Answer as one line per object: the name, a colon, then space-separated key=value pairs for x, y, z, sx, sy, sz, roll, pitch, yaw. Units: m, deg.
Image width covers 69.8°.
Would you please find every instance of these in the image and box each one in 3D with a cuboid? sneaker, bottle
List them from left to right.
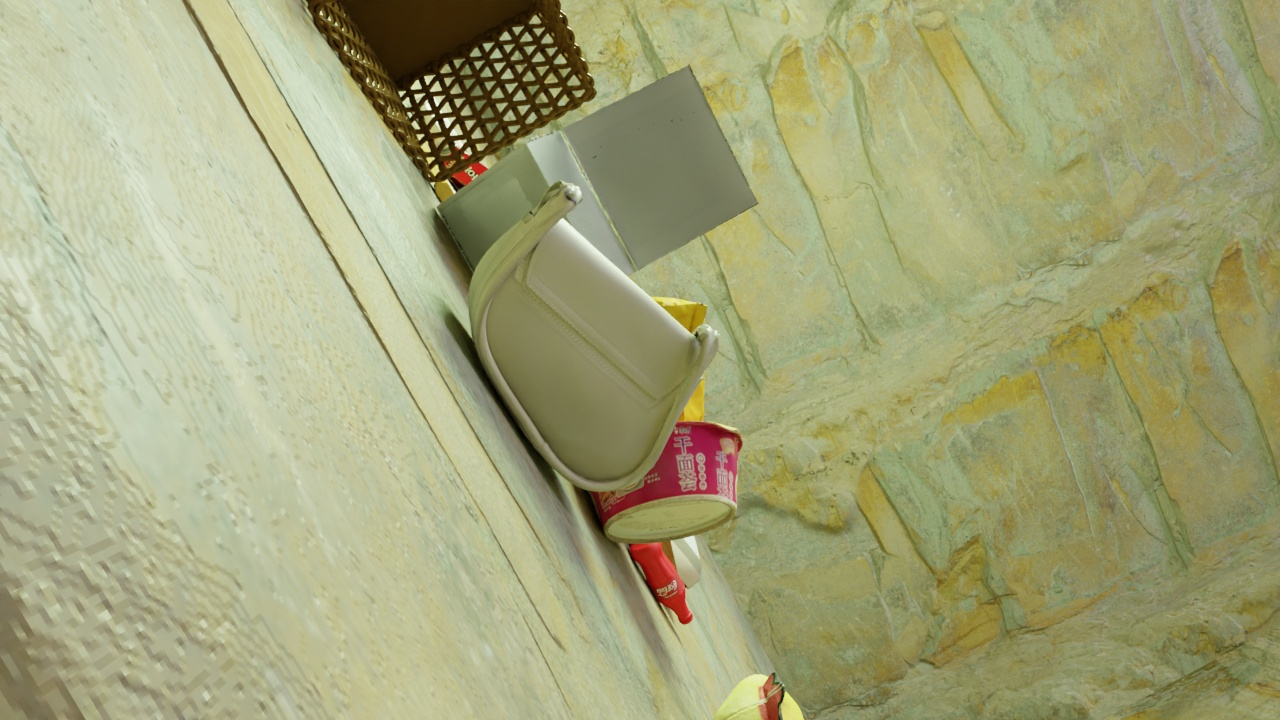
bottle: x=0.028 y=0.257 z=1.064 sx=0.119 sy=0.036 sz=0.036 roll=62 pitch=1 yaw=-17
sneaker: x=0.046 y=0.199 z=1.370 sx=0.293 sy=0.116 sz=0.112 roll=62 pitch=1 yaw=42

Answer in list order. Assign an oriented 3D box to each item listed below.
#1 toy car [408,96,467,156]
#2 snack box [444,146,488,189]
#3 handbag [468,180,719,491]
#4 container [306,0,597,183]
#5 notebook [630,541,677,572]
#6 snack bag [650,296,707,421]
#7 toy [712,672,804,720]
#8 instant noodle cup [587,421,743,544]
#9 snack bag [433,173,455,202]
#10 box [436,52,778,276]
toy car: x=-0.284 y=-0.318 z=1.297 sx=0.039 sy=0.039 sz=0.113 roll=-82 pitch=150 yaw=-52
snack box: x=-0.194 y=-0.223 z=1.300 sx=0.152 sy=0.036 sz=0.132 roll=35 pitch=-5 yaw=11
handbag: x=-0.054 y=-0.021 z=0.798 sx=0.229 sy=0.184 sz=0.132 roll=43 pitch=7 yaw=-27
container: x=-0.218 y=-0.389 z=1.005 sx=0.214 sy=0.219 sz=0.252 roll=62 pitch=1 yaw=36
notebook: x=-0.012 y=0.181 z=1.145 sx=0.225 sy=0.024 sz=0.167 roll=61 pitch=5 yaw=-19
snack bag: x=-0.006 y=0.006 z=1.046 sx=0.248 sy=0.068 sz=0.159 roll=10 pitch=-82 yaw=56
toy: x=0.120 y=0.382 z=0.862 sx=0.133 sy=0.092 sz=0.208 roll=-105 pitch=177 yaw=-62
instant noodle cup: x=0.025 y=0.133 z=0.945 sx=0.179 sy=0.179 sz=0.077 roll=60 pitch=18 yaw=-62
snack bag: x=-0.216 y=-0.176 z=1.083 sx=0.099 sy=0.020 sz=0.026 roll=62 pitch=-1 yaw=-27
box: x=-0.035 y=-0.174 z=0.981 sx=0.167 sy=0.330 sz=0.165 roll=62 pitch=-8 yaw=-8
